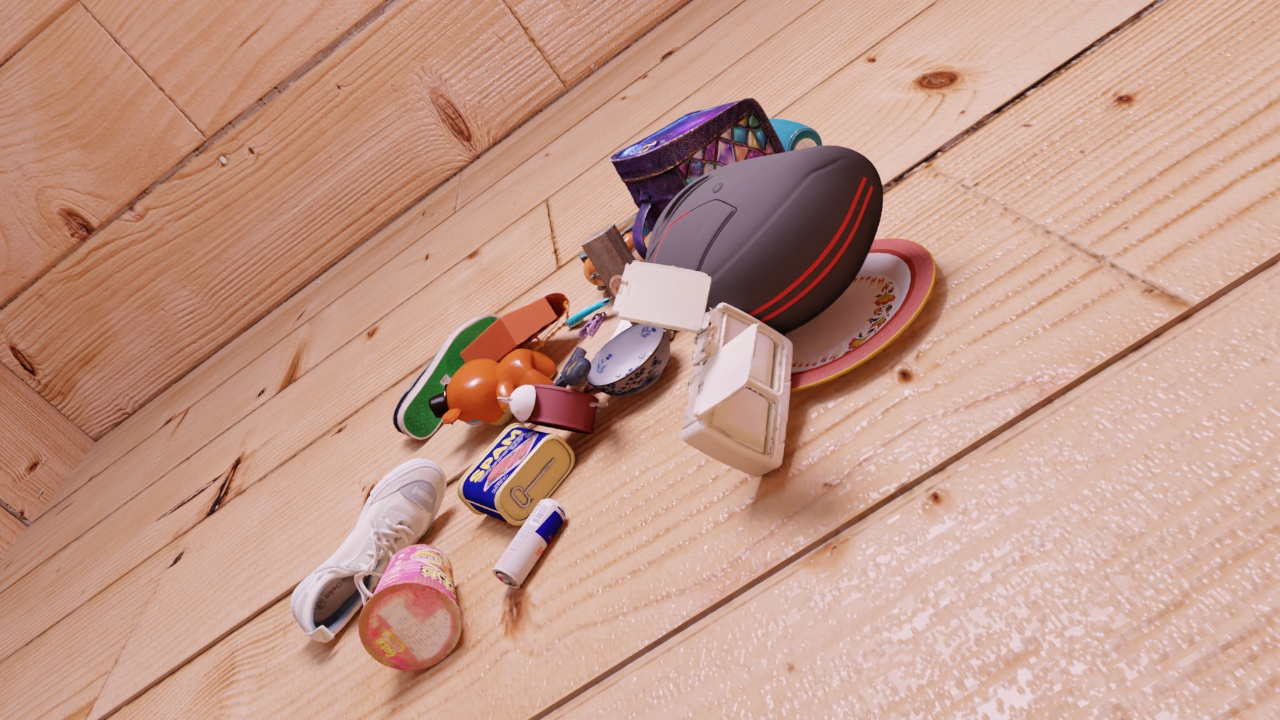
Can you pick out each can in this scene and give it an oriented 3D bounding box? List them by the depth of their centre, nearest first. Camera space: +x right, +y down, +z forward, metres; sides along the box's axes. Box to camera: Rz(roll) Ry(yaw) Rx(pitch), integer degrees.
[{"bbox_3d":[-0.112,0.185,0.937,0.032,0.032,0.095,-9,37,47],"label":"can"},{"bbox_3d":[-0.140,0.129,1.045,0.116,0.056,0.092,-49,28,-23],"label":"can"}]

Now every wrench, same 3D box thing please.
[{"bbox_3d":[-0.080,0.014,1.110,0.073,0.022,0.273,-57,6,-6],"label":"wrench"}]

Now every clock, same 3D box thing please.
[{"bbox_3d":[-0.103,0.055,1.060,0.087,0.124,0.044,116,165,-81],"label":"clock"},{"bbox_3d":[-0.027,-0.150,1.349,0.121,0.073,0.157,-30,14,15],"label":"clock"}]

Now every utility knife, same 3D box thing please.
[{"bbox_3d":[-0.063,-0.076,1.313,0.022,0.015,0.152,-24,-1,-42],"label":"utility knife"}]

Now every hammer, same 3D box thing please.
[{"bbox_3d":[0.023,-0.140,1.238,0.037,0.158,0.300,-25,15,26],"label":"hammer"}]

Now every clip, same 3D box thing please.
[{"bbox_3d":[-0.067,-0.052,1.309,0.035,0.013,0.051,-6,36,48],"label":"clip"}]

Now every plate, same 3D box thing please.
[{"bbox_3d":[0.193,-0.043,0.933,0.230,0.021,0.229,-30,26,16],"label":"plate"}]

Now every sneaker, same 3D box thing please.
[{"bbox_3d":[-0.308,0.226,1.079,0.242,0.089,0.091,-50,31,-11],"label":"sneaker"},{"bbox_3d":[-0.298,0.019,1.419,0.079,0.084,0.234,2,50,55],"label":"sneaker"}]

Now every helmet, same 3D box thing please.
[{"bbox_3d":[0.122,-0.108,0.914,0.265,0.164,0.169,-39,34,19],"label":"helmet"}]

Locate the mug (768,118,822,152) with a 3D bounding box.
[{"bbox_3d":[0.196,-0.284,1.293,0.104,0.084,0.112,27,95,57],"label":"mug"}]

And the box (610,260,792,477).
[{"bbox_3d":[0.073,-0.009,0.783,0.107,0.193,0.143,-35,36,47],"label":"box"}]

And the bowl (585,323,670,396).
[{"bbox_3d":[-0.006,0.006,1.088,0.114,0.045,0.114,-31,25,16],"label":"bowl"}]

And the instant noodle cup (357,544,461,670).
[{"bbox_3d":[-0.230,0.243,0.936,0.098,0.098,0.108,-37,17,3],"label":"instant noodle cup"}]

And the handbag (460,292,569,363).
[{"bbox_3d":[-0.177,-0.034,1.332,0.108,0.060,0.172,-33,2,-34],"label":"handbag"}]

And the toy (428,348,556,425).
[{"bbox_3d":[-0.201,0.038,1.241,0.176,0.096,0.112,-7,28,0],"label":"toy"}]

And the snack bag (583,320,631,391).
[{"bbox_3d":[-0.024,-0.018,1.193,0.057,0.013,0.157,-16,33,36],"label":"snack bag"}]

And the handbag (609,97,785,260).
[{"bbox_3d":[0.077,-0.202,1.154,0.221,0.205,0.126,-41,24,-22],"label":"handbag"}]
